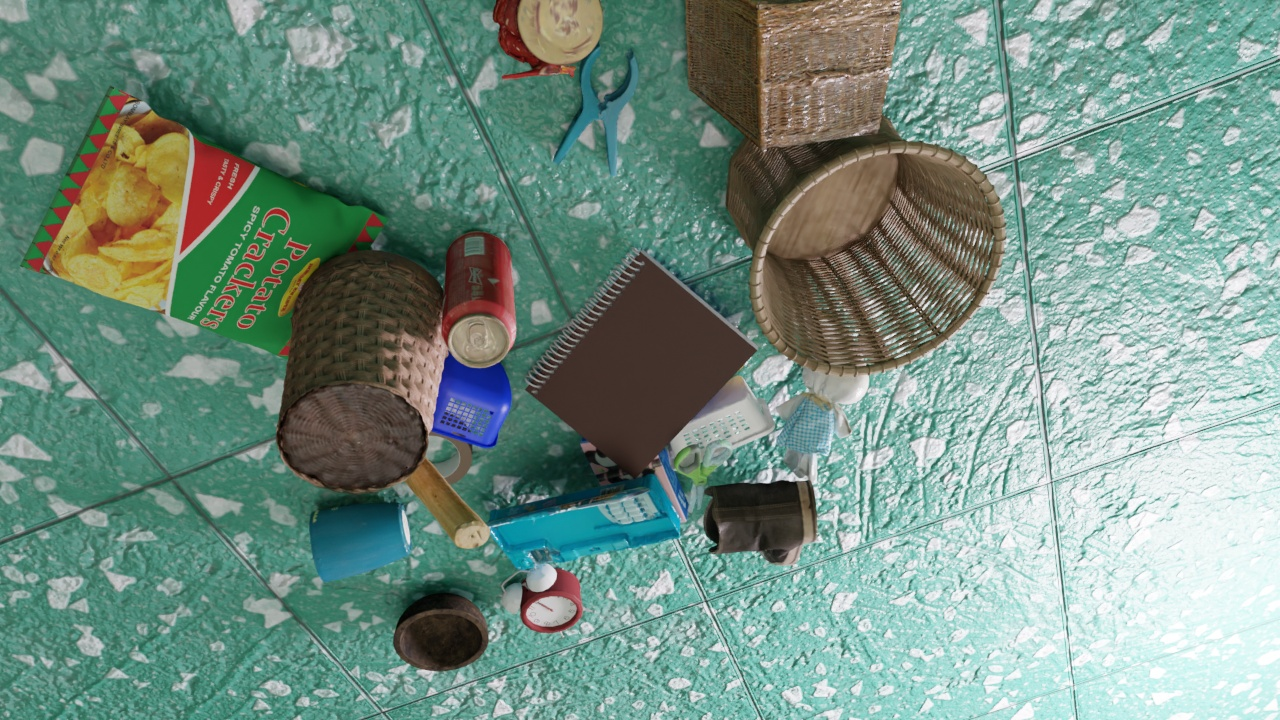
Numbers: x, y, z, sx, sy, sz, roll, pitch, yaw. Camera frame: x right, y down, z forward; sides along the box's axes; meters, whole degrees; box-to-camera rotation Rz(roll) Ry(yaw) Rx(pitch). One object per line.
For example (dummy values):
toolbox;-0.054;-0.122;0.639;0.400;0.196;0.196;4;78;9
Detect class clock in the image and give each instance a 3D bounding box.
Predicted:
clock;-0.127;0.314;1.214;0.087;0.044;0.124;-41;122;18

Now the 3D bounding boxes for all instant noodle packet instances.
instant noodle packet;-0.396;-0.110;0.851;0.252;0.090;0.196;25;116;-37

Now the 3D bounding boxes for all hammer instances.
hammer;-0.228;0.091;0.887;0.132;0.331;0.033;14;101;-39

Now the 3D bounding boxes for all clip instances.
clip;-0.024;-0.235;0.870;0.113;0.028;0.127;0;124;-12

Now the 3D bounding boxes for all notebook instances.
notebook;-0.006;0.006;1.002;0.171;0.022;0.209;40;112;-5

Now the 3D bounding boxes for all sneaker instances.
sneaker;0.135;0.200;1.109;0.120;0.095;0.235;-3;166;0

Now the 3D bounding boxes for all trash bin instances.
trash bin;-0.245;0.013;0.830;0.151;0.209;0.151;-6;125;-9

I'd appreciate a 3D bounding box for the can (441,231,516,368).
can;-0.155;-0.061;0.877;0.067;0.170;0.067;-5;123;-7

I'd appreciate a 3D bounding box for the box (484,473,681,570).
box;-0.086;0.184;1.086;0.227;0.073;0.180;-15;149;19

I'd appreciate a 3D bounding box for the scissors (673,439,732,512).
scissors;0.064;0.138;1.060;0.072;0.033;0.176;-15;145;-13

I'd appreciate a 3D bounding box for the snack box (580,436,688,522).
snack box;-0.005;0.139;1.107;0.088;0.033;0.154;-9;127;18

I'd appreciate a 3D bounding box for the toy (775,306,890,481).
toy;0.219;0.044;1.046;0.105;0.131;0.206;-10;118;-52

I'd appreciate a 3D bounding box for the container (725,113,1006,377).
container;0.193;-0.133;0.869;0.227;0.196;0.227;-4;124;-6

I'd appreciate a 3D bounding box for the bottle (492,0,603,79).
bottle;-0.078;-0.283;0.777;0.099;0.111;0.099;-6;116;-14

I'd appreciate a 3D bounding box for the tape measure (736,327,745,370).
tape measure;0.093;-0.009;1.039;0.059;0.030;0.068;5;123;-10

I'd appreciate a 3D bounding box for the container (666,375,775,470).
container;0.083;0.068;1.064;0.129;0.080;0.049;-24;113;7

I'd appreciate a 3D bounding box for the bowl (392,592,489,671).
bowl;-0.261;0.347;1.207;0.121;0.056;0.121;-4;124;-6

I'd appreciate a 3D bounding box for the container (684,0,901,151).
container;0.117;-0.263;0.767;0.113;0.198;0.113;-11;124;-12

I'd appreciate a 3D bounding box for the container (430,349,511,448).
container;-0.186;0.033;0.973;0.096;0.114;0.058;21;109;-22

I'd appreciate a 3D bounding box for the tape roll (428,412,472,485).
tape roll;-0.242;0.104;1.060;0.093;0.030;0.094;-4;124;-6

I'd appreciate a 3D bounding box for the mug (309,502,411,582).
mug;-0.330;0.217;1.102;0.104;0.084;0.112;-12;153;-8
